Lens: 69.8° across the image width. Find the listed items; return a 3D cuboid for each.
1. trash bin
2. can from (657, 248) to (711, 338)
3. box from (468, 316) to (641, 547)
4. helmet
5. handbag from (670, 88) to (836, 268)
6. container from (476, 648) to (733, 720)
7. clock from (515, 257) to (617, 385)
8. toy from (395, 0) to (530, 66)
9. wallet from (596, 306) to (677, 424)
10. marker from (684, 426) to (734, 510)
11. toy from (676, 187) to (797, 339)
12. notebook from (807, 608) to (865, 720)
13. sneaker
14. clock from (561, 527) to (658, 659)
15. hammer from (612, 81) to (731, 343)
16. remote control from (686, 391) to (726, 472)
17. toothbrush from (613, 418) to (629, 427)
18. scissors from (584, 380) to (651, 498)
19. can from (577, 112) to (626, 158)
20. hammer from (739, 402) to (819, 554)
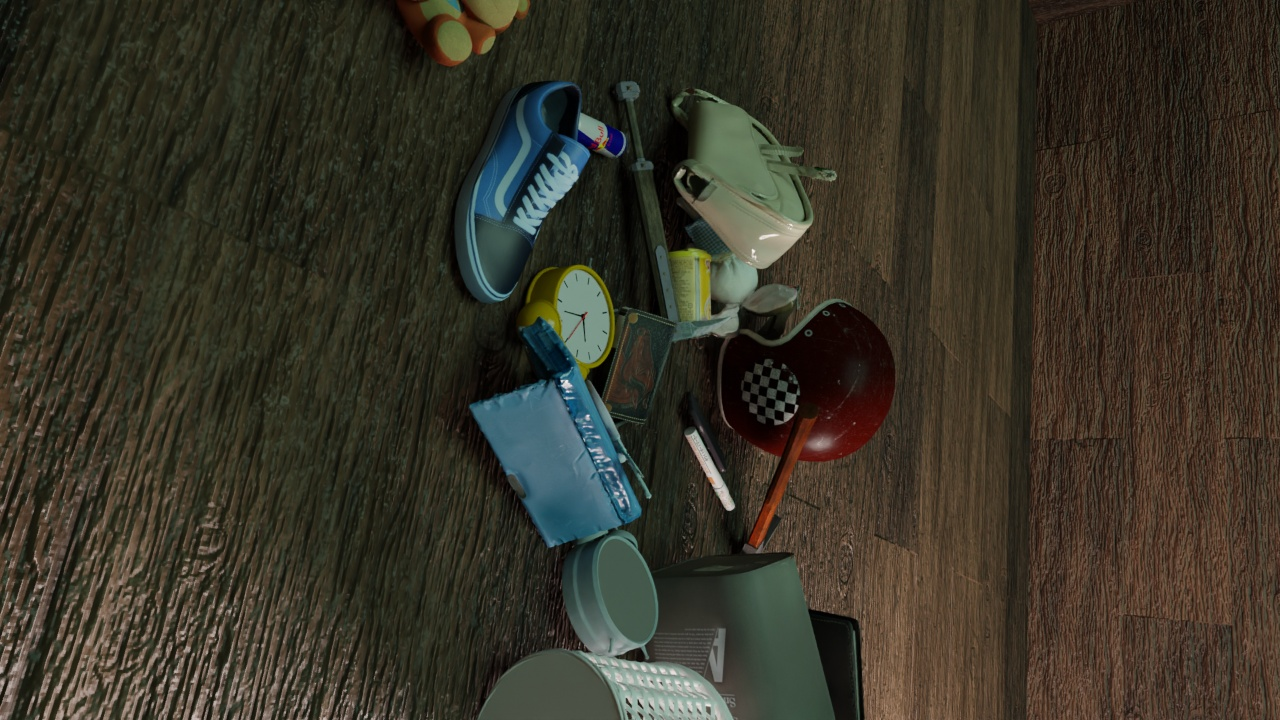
[{"bbox_3d":[0.107,0.350,1.079,0.197,0.198,0.220,-1,82,-54],"label":"trash bin"},{"bbox_3d":[0.054,-0.082,1.137,0.067,0.068,0.105,5,83,-55],"label":"can"},{"bbox_3d":[-0.089,0.083,0.899,0.110,0.094,0.232,-28,134,-8],"label":"box"},{"bbox_3d":[0.221,0.017,1.254,0.233,0.254,0.234,4,99,-55],"label":"helmet"},{"bbox_3d":[0.129,-0.247,1.131,0.184,0.132,0.228,30,34,-23],"label":"handbag"},{"bbox_3d":[-0.031,0.377,0.867,0.186,0.190,0.189,30,63,-49],"label":"container"},{"bbox_3d":[-0.077,-0.036,0.960,0.113,0.052,0.151,63,37,-29],"label":"clock"},{"bbox_3d":[-0.160,-0.344,0.842,0.112,0.096,0.175,62,30,-30],"label":"toy"},{"bbox_3d":[-0.006,0.006,1.037,0.072,0.019,0.123,16,92,-31],"label":"wallet"},{"bbox_3d":[0.093,0.145,1.217,0.145,0.017,0.017,62,42,-31],"label":"marker"},{"bbox_3d":[0.101,-0.132,1.214,0.205,0.131,0.106,63,-7,0],"label":"toy"},{"bbox_3d":[0.186,0.386,1.161,0.029,0.209,0.169,-7,94,-48],"label":"notebook"},{"bbox_3d":[-0.107,-0.173,0.886,0.083,0.098,0.240,36,59,-48],"label":"sneaker"},{"bbox_3d":[-0.032,0.237,0.979,0.122,0.045,0.159,32,42,-51],"label":"clock"},{"bbox_3d":[0.015,-0.177,1.086,0.146,0.028,0.317,-10,88,-20],"label":"hammer"},{"bbox_3d":[0.087,0.097,1.204,0.046,0.009,0.124,-95,160,-56],"label":"remote control"},{"bbox_3d":[-0.059,0.085,1.007,0.167,0.013,0.013,-23,114,-54],"label":"toothbrush"},{"bbox_3d":[-0.016,0.098,0.939,0.016,0.179,0.108,-26,131,-10],"label":"scissors"},{"bbox_3d":[-0.053,-0.253,1.028,0.095,0.032,0.032,7,81,-55],"label":"can"},{"bbox_3d":[0.174,0.170,1.184,0.110,0.028,0.301,-44,155,-45],"label":"hammer"}]
